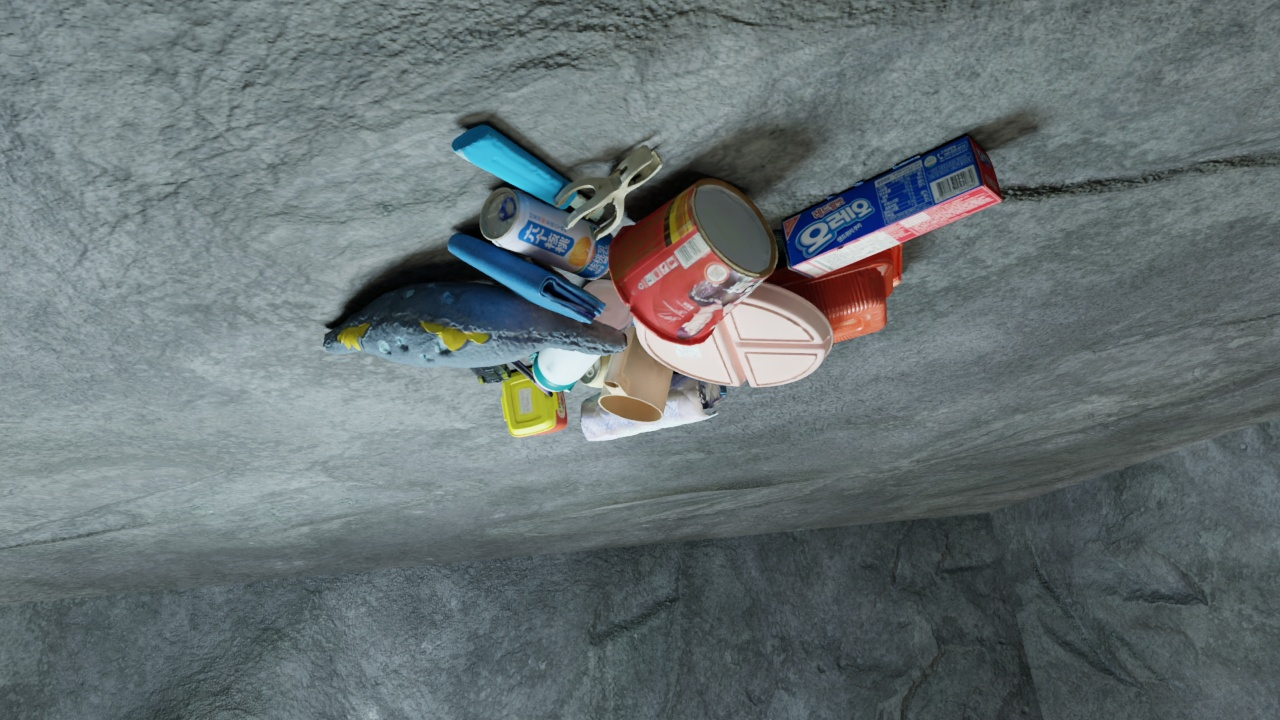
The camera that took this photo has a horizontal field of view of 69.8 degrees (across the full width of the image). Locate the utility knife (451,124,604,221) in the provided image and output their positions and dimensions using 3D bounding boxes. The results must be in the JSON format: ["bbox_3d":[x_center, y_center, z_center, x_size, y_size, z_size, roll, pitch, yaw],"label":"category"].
[{"bbox_3d":[-0.087,-0.156,0.801,0.034,0.018,0.198,-35,153,20],"label":"utility knife"}]

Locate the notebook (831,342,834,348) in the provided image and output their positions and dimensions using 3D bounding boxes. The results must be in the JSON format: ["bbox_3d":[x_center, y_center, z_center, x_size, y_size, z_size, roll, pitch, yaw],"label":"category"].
[{"bbox_3d":[0.190,-0.008,1.238,0.148,0.008,0.207,-14,-179,14],"label":"notebook"}]

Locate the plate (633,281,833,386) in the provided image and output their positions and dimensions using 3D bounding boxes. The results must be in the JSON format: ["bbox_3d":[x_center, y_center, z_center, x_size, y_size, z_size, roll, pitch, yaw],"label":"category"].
[{"bbox_3d":[0.102,-0.025,1.045,0.229,0.028,0.230,9,154,4],"label":"plate"}]

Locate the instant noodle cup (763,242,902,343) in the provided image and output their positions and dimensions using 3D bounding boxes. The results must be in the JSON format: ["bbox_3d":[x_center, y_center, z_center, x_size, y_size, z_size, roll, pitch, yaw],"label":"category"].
[{"bbox_3d":[0.219,-0.071,1.077,0.189,0.079,0.164,-14,163,13],"label":"instant noodle cup"}]

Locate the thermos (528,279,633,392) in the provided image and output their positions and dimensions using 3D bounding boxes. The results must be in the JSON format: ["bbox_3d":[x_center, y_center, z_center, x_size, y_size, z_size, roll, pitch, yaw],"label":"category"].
[{"bbox_3d":[-0.080,-0.023,1.115,0.073,0.073,0.225,0,160,-23],"label":"thermos"}]

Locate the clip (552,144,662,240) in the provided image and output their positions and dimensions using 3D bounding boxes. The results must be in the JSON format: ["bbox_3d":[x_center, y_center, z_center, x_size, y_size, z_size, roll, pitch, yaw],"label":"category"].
[{"bbox_3d":[-0.023,-0.146,0.818,0.103,0.035,0.092,-27,156,4],"label":"clip"}]

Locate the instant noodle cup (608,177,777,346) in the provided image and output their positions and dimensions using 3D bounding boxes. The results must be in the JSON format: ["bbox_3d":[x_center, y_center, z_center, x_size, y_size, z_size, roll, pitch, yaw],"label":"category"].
[{"bbox_3d":[0.055,-0.096,0.869,0.137,0.137,0.109,8,148,-39],"label":"instant noodle cup"}]

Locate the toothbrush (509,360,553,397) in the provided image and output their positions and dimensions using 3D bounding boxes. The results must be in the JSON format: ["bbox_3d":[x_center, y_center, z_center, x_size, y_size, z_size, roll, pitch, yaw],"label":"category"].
[{"bbox_3d":[-0.161,0.004,1.177,0.017,0.014,0.189,-5,150,25],"label":"toothbrush"}]

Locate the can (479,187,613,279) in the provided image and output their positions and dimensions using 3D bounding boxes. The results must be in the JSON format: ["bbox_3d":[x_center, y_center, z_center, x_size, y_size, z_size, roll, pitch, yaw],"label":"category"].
[{"bbox_3d":[-0.085,-0.117,0.858,0.053,0.053,0.134,-22,157,33],"label":"can"}]

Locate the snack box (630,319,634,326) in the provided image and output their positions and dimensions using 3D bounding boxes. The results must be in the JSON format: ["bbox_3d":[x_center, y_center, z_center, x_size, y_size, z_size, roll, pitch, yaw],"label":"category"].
[{"bbox_3d":[0.035,-0.076,1.041,0.084,0.026,0.157,8,156,-12],"label":"snack box"}]

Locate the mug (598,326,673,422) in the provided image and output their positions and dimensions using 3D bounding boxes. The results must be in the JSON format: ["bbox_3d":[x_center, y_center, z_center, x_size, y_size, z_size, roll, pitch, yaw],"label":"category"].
[{"bbox_3d":[-0.007,0.007,1.147,0.084,0.103,0.125,5,155,23],"label":"mug"}]

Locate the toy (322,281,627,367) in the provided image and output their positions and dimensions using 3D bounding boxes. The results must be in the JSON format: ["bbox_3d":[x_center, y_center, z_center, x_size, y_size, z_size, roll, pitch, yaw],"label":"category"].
[{"bbox_3d":[-0.194,-0.033,0.977,0.356,0.091,0.138,0,167,9],"label":"toy"}]

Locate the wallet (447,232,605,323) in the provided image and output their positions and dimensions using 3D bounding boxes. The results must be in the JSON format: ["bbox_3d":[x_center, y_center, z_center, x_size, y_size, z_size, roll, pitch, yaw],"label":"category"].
[{"bbox_3d":[-0.109,-0.081,0.886,0.133,0.040,0.106,27,-179,33],"label":"wallet"}]

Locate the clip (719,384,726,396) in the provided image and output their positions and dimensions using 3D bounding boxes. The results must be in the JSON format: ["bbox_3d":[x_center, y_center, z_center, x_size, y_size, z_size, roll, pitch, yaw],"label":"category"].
[{"bbox_3d":[0.108,0.043,1.442,0.057,0.025,0.031,0,155,-4],"label":"clip"}]

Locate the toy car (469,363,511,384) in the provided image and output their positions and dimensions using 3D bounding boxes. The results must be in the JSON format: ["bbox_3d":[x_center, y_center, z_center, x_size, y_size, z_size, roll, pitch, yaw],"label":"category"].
[{"bbox_3d":[-0.198,0.002,1.179,0.042,0.035,0.090,-13,155,8],"label":"toy car"}]

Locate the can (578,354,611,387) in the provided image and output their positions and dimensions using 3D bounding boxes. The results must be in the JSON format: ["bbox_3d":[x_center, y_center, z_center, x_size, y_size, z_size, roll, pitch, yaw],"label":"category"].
[{"bbox_3d":[-0.026,0.011,1.239,0.116,0.058,0.059,9,155,-39],"label":"can"}]

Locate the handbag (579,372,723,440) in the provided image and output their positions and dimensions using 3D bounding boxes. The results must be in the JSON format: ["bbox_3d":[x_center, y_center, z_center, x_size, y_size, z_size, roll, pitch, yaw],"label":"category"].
[{"bbox_3d":[0.022,0.065,1.337,0.194,0.075,0.134,-15,-179,22],"label":"handbag"}]

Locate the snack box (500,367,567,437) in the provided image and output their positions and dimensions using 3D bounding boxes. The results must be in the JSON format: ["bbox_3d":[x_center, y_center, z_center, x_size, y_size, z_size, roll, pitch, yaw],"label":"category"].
[{"bbox_3d":[-0.147,0.062,1.293,0.082,0.091,0.080,-14,167,14],"label":"snack box"}]

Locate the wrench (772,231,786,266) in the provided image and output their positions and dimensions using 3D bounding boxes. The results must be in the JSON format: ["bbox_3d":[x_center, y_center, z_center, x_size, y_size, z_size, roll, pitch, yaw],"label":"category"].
[{"bbox_3d":[0.088,-0.083,1.084,0.056,0.016,0.274,8,155,-29],"label":"wrench"}]

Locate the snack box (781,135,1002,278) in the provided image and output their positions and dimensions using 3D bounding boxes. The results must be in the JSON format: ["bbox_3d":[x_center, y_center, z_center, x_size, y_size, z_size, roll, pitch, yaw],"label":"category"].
[{"bbox_3d":[0.241,-0.146,0.907,0.208,0.057,0.058,-22,159,35],"label":"snack box"}]
